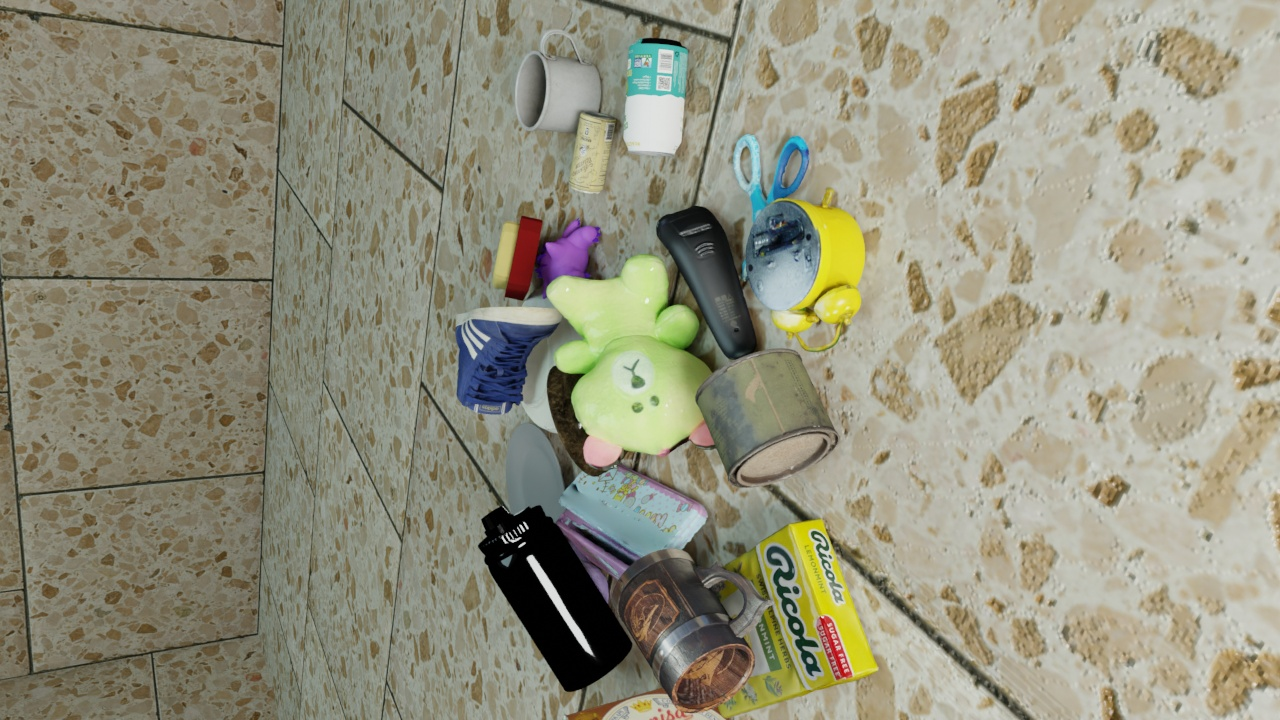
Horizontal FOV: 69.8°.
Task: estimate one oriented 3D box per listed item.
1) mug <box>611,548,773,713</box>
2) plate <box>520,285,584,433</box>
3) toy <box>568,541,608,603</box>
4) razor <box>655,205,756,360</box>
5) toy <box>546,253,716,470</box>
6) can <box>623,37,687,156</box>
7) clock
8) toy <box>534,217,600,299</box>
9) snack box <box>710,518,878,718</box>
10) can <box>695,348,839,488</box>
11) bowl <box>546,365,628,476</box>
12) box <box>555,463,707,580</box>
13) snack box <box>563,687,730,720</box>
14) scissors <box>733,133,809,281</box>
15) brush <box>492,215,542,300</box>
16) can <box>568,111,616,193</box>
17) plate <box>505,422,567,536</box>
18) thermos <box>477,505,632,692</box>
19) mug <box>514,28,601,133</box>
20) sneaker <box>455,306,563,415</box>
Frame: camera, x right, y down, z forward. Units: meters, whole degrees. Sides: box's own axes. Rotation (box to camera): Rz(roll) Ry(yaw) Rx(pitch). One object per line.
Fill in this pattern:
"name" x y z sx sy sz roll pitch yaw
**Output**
"mug" 0.045 0.205 0.745 0.116 0.080 0.107 -53 40 11
"plate" -0.120 -0.002 1.110 0.183 0.034 0.182 7 99 58
"toy" -0.069 0.253 1.045 0.100 0.036 0.080 26 124 54
"razor" 0.061 -0.068 0.805 0.067 0.054 0.151 94 155 -73
"toy" -0.005 0.005 0.855 0.107 0.150 0.196 39 -144 -74
"can" 0.014 -0.243 0.853 0.055 0.054 0.102 20 110 57
"clock" 0.123 -0.065 0.684 0.083 0.057 0.118 -14 80 58
"toy" -0.089 -0.111 1.029 0.088 0.056 0.106 155 130 -67
"snack box" 0.102 0.217 0.750 0.181 0.045 0.121 -46 54 50
"can" 0.097 0.046 0.704 0.090 0.089 0.074 -54 48 46
"bowl" -0.040 0.052 0.932 0.056 0.121 0.121 -22 68 16
"box" 0.001 0.176 0.933 0.090 0.091 0.214 52 161 -27
"snack box" 0.024 0.351 0.794 0.147 0.143 0.041 37 124 52
"scissors" 0.107 -0.124 0.749 0.118 0.013 0.140 -11 81 60
"brush" -0.147 -0.119 1.074 0.173 0.042 0.082 175 106 -80
"can" -0.052 -0.221 0.978 0.038 0.038 0.080 43 127 49
"plate" -0.128 0.166 1.151 0.179 0.012 0.178 17 110 57
"thermos" -0.097 0.238 0.965 0.198 0.085 0.086 58 146 -2
"mug" -0.087 -0.303 0.998 0.084 0.070 0.113 59 139 38
"sneaker" -0.160 0.005 1.052 0.233 0.091 0.118 0 88 60
